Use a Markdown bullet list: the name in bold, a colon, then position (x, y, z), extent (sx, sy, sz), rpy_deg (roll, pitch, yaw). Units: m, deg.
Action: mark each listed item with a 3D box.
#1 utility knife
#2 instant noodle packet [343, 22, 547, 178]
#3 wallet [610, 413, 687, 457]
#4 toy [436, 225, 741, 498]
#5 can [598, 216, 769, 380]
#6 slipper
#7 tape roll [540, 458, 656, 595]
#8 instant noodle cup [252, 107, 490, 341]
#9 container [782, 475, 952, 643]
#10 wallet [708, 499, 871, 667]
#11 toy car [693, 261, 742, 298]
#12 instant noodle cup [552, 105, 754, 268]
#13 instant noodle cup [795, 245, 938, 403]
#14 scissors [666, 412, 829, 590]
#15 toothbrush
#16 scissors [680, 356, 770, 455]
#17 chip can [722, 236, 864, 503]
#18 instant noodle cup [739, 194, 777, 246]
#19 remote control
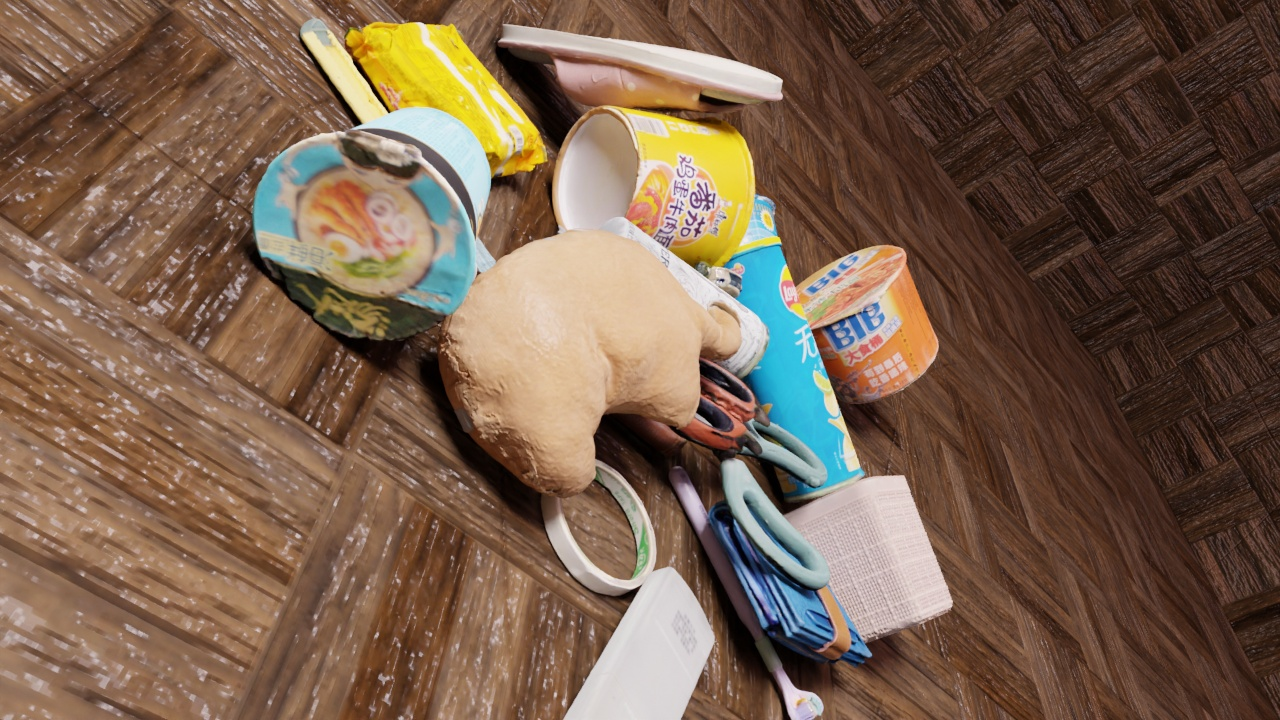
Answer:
- **utility knife**: position (-0.156, -0.135, 0.595), extent (0.219, 0.022, 0.030), rpy_deg (57, 37, 0)
- **instant noodle packet**: position (-0.134, -0.181, 0.650), extent (0.128, 0.044, 0.110), rpy_deg (53, 34, 3)
- **wallet**: position (-0.004, 0.004, 0.669), extent (0.101, 0.032, 0.124), rpy_deg (42, 30, -17)
- **toy**: position (-0.017, -0.018, 0.553), extent (0.225, 0.083, 0.143), rpy_deg (-28, 97, -38)
- **can**: position (0.024, -0.042, 0.667), extent (0.146, 0.058, 0.058), rpy_deg (33, 35, -26)
- **slipper**: position (-0.010, -0.237, 0.765), extent (0.275, 0.054, 0.114), rpy_deg (22, 24, 29)
- **tape roll**: position (-0.024, 0.098, 0.551), extent (0.086, 0.014, 0.085), rpy_deg (38, 32, -29)
- **instant noodle cup**: position (-0.130, -0.086, 0.499), extent (0.111, 0.111, 0.120), rpy_deg (45, 24, -18)
- **container**: position (0.180, 0.159, 0.724), extent (0.089, 0.090, 0.111), rpy_deg (8, 56, -54)
- **wallet**: position (0.104, 0.156, 0.632), extent (0.133, 0.040, 0.106), rpy_deg (37, 19, -49)
- **toy car**: position (0.039, -0.050, 0.728), extent (0.042, 0.091, 0.035), rpy_deg (18, 60, -48)
- **instant noodle cup**: position (0.004, -0.134, 0.724), extent (0.109, 0.138, 0.138), rpy_deg (3, 56, -40)
- **instant noodle cup**: position (0.232, -0.033, 0.960), extent (0.111, 0.152, 0.151), rpy_deg (55, 27, -18)
- **scissors**: position (0.092, 0.082, 0.649), extent (0.179, 0.019, 0.170), rpy_deg (-1, 48, -55)
- **toothbrush**: position (0.067, 0.155, 0.622), extent (0.029, 0.021, 0.189), rpy_deg (-15, 69, -41)
- **scissors**: position (-0.008, 0.003, 0.610), extent (0.206, 0.015, 0.192), rpy_deg (1, 44, -46)
- **chip can**: position (0.117, 0.007, 0.762), extent (0.071, 0.071, 0.210), rpy_deg (-15, 84, -60)
- **instant noodle cup**: position (0.092, -0.081, 0.852), extent (0.099, 0.099, 0.109), rpy_deg (12, 58, -52)
- **remote control**: position (0.000, 0.174, 0.489), extent (0.058, 0.021, 0.149), rpy_deg (61, 29, -10)
